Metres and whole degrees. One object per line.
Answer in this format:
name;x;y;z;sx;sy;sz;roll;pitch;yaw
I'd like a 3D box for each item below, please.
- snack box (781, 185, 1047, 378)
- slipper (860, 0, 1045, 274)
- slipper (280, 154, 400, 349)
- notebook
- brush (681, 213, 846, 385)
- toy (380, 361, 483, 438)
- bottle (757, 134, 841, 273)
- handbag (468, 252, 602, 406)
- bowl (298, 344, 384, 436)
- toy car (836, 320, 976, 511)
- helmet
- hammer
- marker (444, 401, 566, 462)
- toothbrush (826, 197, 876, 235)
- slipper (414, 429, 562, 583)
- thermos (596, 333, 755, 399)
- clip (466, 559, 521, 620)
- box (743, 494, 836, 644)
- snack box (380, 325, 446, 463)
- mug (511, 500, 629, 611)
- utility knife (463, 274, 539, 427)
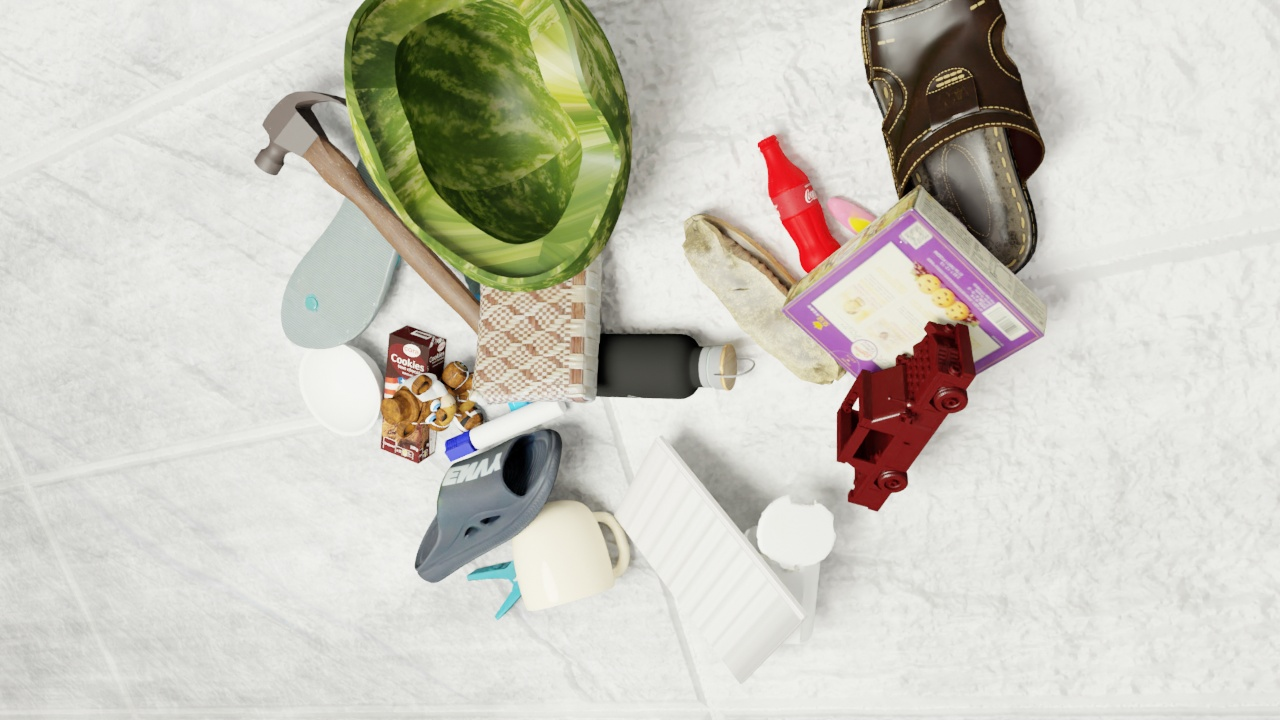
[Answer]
snack box;0.214;-0.040;0.729;0.143;0.040;0.148;41;134;-9
slipper;0.233;-0.182;0.686;0.113;0.075;0.268;-12;103;26
slipper;-0.283;-0.121;0.958;0.098;0.054;0.269;36;107;6
notebook;0.058;0.189;0.870;0.209;0.009;0.143;50;140;23
brush;0.107;-0.053;0.805;0.195;0.043;0.059;47;119;1
toy;-0.211;0.043;0.945;0.067;0.112;0.087;37;119;21
bottle;0.131;-0.132;0.771;0.036;0.036;0.119;-23;97;29
handbag;-0.095;-0.049;0.860;0.124;0.047;0.185;-2;78;22
bowl;-0.324;0.026;1.025;0.110;0.040;0.110;8;111;21
toy car;0.199;0.043;0.727;0.062;0.070;0.170;16;134;-3
helmet;-0.114;-0.188;0.747;0.213;0.243;0.247;-18;136;1
hammer;-0.244;-0.133;0.905;0.115;0.033;0.323;-43;90;18
marker;-0.140;0.069;0.949;0.133;0.027;0.023;-23;111;14
toothbrush;0.211;-0.094;0.763;0.135;0.016;0.021;39;121;9
slipper;-0.178;0.141;0.956;0.083;0.110;0.269;34;129;-21
thermos;-0.005;0.005;0.865;0.232;0.061;0.061;1;108;24
clip;-0.127;0.254;1.028;0.113;0.028;0.127;45;120;1
box;0.134;0.187;0.855;0.083;0.092;0.166;3;108;2
snack box;-0.249;0.038;1.001;0.051;0.031;0.141;19;114;17
mug;-0.073;0.193;0.948;0.120;0.096;0.099;-13;81;-16
utility knife;-0.149;-0.023;0.945;0.031;0.015;0.205;-12;106;24
